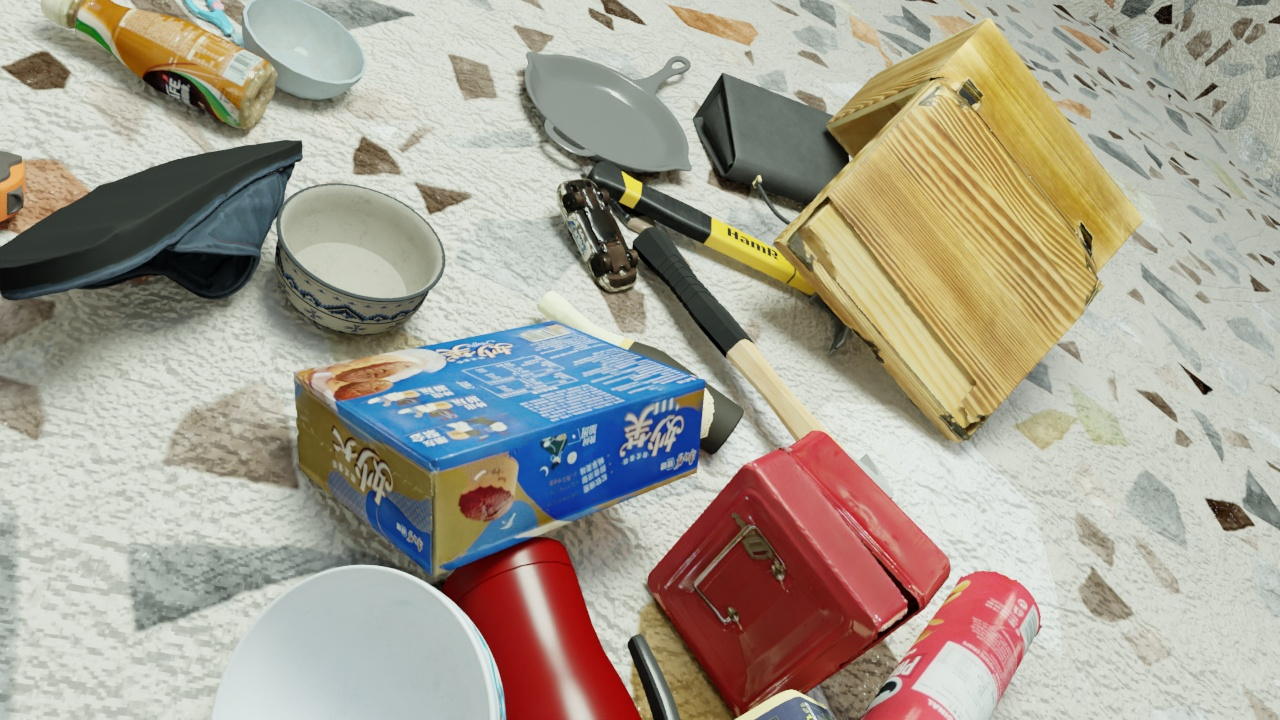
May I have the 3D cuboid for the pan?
[{"bbox_3d":[-0.014,-0.293,1.043,0.216,0.024,0.353,36,39,2],"label":"pan"}]

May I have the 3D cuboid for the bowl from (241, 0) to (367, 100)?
[{"bbox_3d":[-0.297,-0.266,0.800,0.106,0.039,0.106,26,40,-24],"label":"bowl"}]

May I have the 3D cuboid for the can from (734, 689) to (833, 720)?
[{"bbox_3d":[0.091,0.245,0.493,0.104,0.075,0.135,59,4,30],"label":"can"}]

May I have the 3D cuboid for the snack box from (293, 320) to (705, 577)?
[{"bbox_3d":[-0.084,0.040,0.571,0.202,0.069,0.155,-14,27,-43],"label":"snack box"}]

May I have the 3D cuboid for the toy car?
[{"bbox_3d":[-0.041,-0.112,0.835,0.048,0.041,0.112,-18,80,-44],"label":"toy car"}]

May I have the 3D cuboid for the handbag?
[{"bbox_3d":[0.168,-0.221,1.070,0.175,0.072,0.195,13,48,-25],"label":"handbag"}]

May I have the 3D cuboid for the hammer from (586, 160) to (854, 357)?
[{"bbox_3d":[0.093,-0.116,0.924,0.324,0.034,0.169,23,42,-17],"label":"hammer"}]

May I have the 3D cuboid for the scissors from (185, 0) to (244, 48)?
[{"bbox_3d":[-0.345,-0.290,0.825,0.094,0.015,0.142,-19,69,-45],"label":"scissors"}]

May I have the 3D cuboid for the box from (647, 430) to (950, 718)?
[{"bbox_3d":[0.095,0.138,0.582,0.097,0.158,0.129,-24,67,-43],"label":"box"}]

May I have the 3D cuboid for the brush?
[{"bbox_3d":[-0.002,-0.141,0.908,0.038,0.012,0.151,-20,64,-46],"label":"brush"}]

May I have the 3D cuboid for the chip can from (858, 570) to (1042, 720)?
[{"bbox_3d":[0.213,0.228,0.641,0.073,0.073,0.232,47,40,14],"label":"chip can"}]

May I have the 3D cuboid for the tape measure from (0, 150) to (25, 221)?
[{"bbox_3d":[-0.414,-0.104,0.568,0.058,0.038,0.059,-1,37,-36],"label":"tape measure"}]

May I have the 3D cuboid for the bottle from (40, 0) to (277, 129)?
[{"bbox_3d":[-0.374,-0.242,0.713,0.167,0.059,0.059,25,40,-11],"label":"bottle"}]

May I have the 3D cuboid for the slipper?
[{"bbox_3d":[-0.298,-0.077,0.597,0.109,0.083,0.265,-7,27,9],"label":"slipper"}]

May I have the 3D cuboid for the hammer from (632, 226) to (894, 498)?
[{"bbox_3d":[0.094,0.002,0.786,0.328,0.039,0.131,53,15,29],"label":"hammer"}]

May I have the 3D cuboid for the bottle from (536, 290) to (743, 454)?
[{"bbox_3d":[-0.004,0.004,0.734,0.184,0.046,0.045,36,39,1],"label":"bottle"}]

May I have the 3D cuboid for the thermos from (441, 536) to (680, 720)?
[{"bbox_3d":[-0.031,0.197,0.490,0.107,0.084,0.198,-5,51,-30],"label":"thermos"}]

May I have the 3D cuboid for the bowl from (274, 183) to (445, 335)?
[{"bbox_3d":[-0.204,-0.065,0.654,0.115,0.059,0.115,19,42,-18],"label":"bowl"}]

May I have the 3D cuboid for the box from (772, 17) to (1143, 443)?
[{"bbox_3d":[0.301,-0.130,0.974,0.336,0.286,0.279,-45,102,-10],"label":"box"}]

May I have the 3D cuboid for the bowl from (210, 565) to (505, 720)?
[{"bbox_3d":[-0.121,0.175,0.441,0.144,0.144,0.074,55,4,23],"label":"bowl"}]
